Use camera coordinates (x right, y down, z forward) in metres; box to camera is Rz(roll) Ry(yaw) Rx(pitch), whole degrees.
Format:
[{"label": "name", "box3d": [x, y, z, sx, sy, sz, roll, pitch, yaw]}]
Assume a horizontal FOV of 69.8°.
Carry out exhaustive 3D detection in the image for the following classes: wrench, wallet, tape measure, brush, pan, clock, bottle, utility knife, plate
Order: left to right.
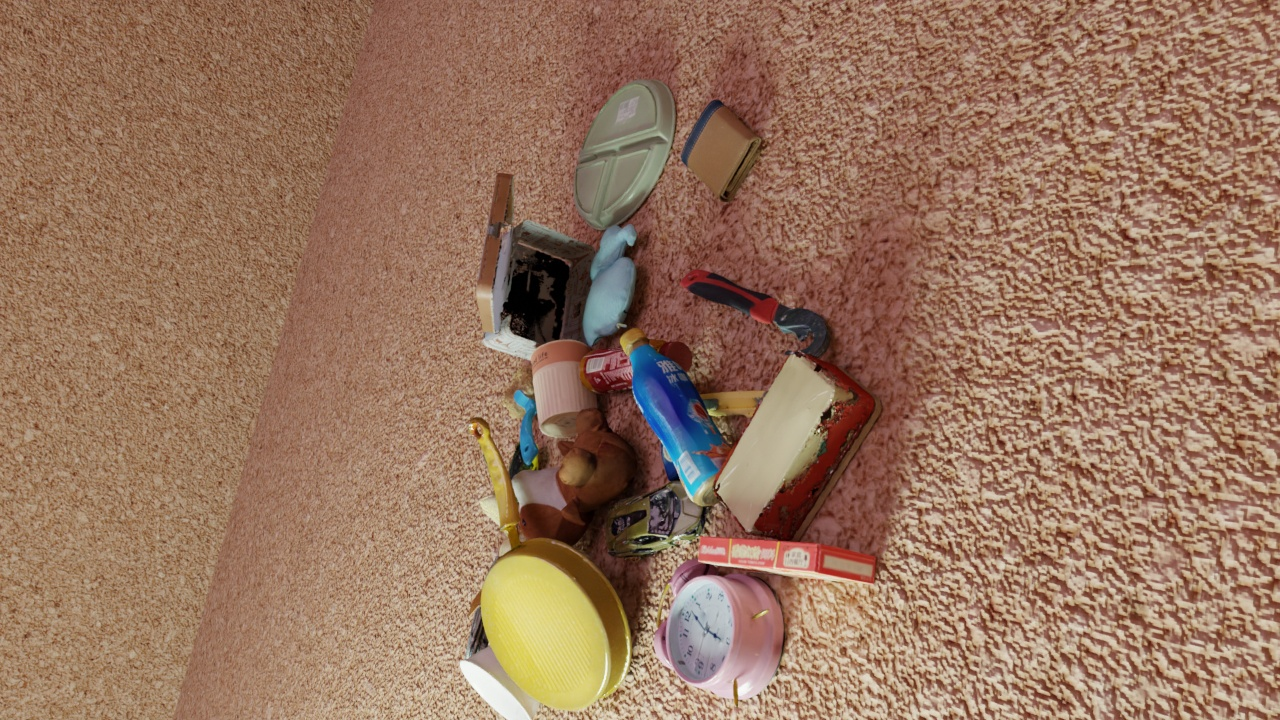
[{"label": "wallet", "box3d": [-0.211, 0.339, 1.224, 0.129, 0.037, 0.107, -81, 7, -45]}, {"label": "brush", "box3d": [-0.158, 0.075, 1.265, 0.083, 0.046, 0.254, -55, 19, 13]}, {"label": "pan", "box3d": [-0.130, 0.229, 1.064, 0.198, 0.078, 0.357, -36, 81, 37]}, {"label": "plate", "box3d": [-0.031, -0.299, 1.319, 0.231, 0.027, 0.229, -28, 54, 46]}, {"label": "bottle", "box3d": [-0.007, 0.007, 1.115, 0.175, 0.057, 0.057, -10, 67, 53]}, {"label": "bottle", "box3d": [0.036, 0.053, 0.985, 0.065, 0.065, 0.218, -51, 52, 29]}, {"label": "tape measure", "box3d": [0.047, 0.102, 1.023, 0.055, 0.025, 0.058, -43, 47, 34]}, {"label": "clock", "box3d": [0.066, 0.258, 0.892, 0.159, 0.059, 0.117, 12, 85, 58]}, {"label": "utility knife", "box3d": [0.077, 0.052, 1.017, 0.205, 0.021, 0.031, -12, 60, 58]}, {"label": "wallet", "box3d": [0.097, -0.254, 1.110, 0.090, 0.033, 0.115, -59, 36, 23]}, {"label": "wrench", "box3d": [0.118, -0.058, 0.990, 0.056, 0.016, 0.273, -40, 32, -7]}]

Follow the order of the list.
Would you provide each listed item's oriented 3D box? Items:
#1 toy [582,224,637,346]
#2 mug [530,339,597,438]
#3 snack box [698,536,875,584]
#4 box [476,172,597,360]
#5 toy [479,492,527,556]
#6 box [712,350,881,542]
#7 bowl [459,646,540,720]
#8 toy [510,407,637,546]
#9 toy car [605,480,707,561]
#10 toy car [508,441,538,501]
[{"label": "toy", "box3d": [-0.039, -0.099, 1.217, 0.162, 0.049, 0.156, -61, 28, 19]}, {"label": "mug", "box3d": [-0.102, 0.046, 1.223, 0.115, 0.081, 0.105, 107, 157, -58]}, {"label": "snack box", "box3d": [0.128, 0.179, 0.824, 0.153, 0.075, 0.025, -11, 66, 53]}, {"label": "box", "box3d": [-0.161, -0.112, 1.240, 0.134, 0.270, 0.179, -3, 69, 23]}, {"label": "toy", "box3d": [-0.171, 0.248, 1.211, 0.157, 0.066, 0.105, 64, 159, 19]}, {"label": "box", "box3d": [0.137, 0.081, 0.855, 0.168, 0.076, 0.091, -62, 34, 16]}, {"label": "bowl", "box3d": [-0.159, 0.392, 1.141, 0.064, 0.118, 0.119, -44, 18, -33]}, {"label": "toy", "box3d": [-0.093, 0.161, 1.119, 0.200, 0.130, 0.139, -60, 5, 35]}, {"label": "toy car", "box3d": [0.015, 0.177, 1.023, 0.159, 0.042, 0.070, -29, 53, 43]}, {"label": "toy car", "box3d": [-0.167, 0.158, 1.303, 0.105, 0.032, 0.048, -65, 33, 32]}]
